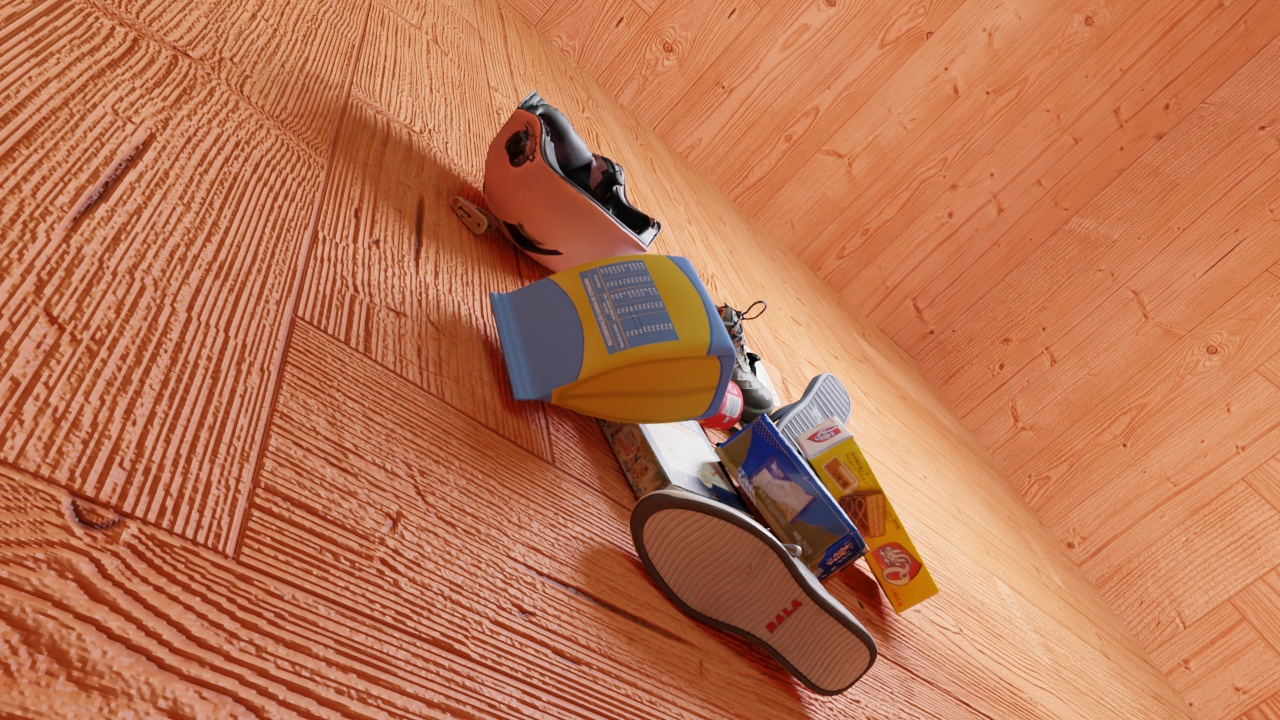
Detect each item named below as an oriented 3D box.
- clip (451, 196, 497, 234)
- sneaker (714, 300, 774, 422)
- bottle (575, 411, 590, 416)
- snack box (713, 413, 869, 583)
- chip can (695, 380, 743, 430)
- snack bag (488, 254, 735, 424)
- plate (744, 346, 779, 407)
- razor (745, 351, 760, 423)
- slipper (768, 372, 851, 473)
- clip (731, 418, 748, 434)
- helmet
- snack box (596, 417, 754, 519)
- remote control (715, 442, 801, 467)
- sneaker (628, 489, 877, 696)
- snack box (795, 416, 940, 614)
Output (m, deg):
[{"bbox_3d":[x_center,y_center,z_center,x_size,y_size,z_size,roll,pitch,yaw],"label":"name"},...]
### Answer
[{"bbox_3d":[-0.194,-0.171,1.083,0.060,0.024,0.039,47,17,20],"label":"clip"},{"bbox_3d":[0.114,-0.031,1.218,0.238,0.143,0.101,39,13,-20],"label":"sneaker"},{"bbox_3d":[-0.057,0.009,0.943,0.043,0.043,0.111,34,26,-32],"label":"bottle"},{"bbox_3d":[0.171,0.157,1.006,0.155,0.069,0.202,52,3,23],"label":"snack box"},{"bbox_3d":[0.040,0.032,1.072,0.232,0.073,0.073,21,29,-55],"label":"chip can"},{"bbox_3d":[-0.033,-0.020,0.881,0.205,0.102,0.158,-3,43,-18],"label":"snack bag"},{"bbox_3d":[0.145,-0.005,1.490,0.187,0.016,0.186,37,19,-25],"label":"plate"},{"bbox_3d":[0.156,0.047,1.342,0.057,0.060,0.156,23,46,-30],"label":"razor"},{"bbox_3d":[0.218,0.108,1.274,0.101,0.083,0.262,53,39,-5],"label":"slipper"},{"bbox_3d":[0.143,0.096,1.209,0.023,0.049,0.078,42,24,-15],"label":"clip"},{"bbox_3d":[-0.100,-0.196,1.134,0.230,0.153,0.255,34,18,-50],"label":"helmet"},{"bbox_3d":[0.033,0.104,0.938,0.144,0.043,0.145,28,24,-44],"label":"snack box"},{"bbox_3d":[0.149,0.122,1.138,0.140,0.009,0.030,9,66,-35],"label":"remote control"},{"bbox_3d":[0.095,0.188,0.828,0.263,0.097,0.128,38,7,-17],"label":"sneaker"},{"bbox_3d":[0.282,0.191,1.149,0.230,0.062,0.110,60,5,-7],"label":"snack box"}]
